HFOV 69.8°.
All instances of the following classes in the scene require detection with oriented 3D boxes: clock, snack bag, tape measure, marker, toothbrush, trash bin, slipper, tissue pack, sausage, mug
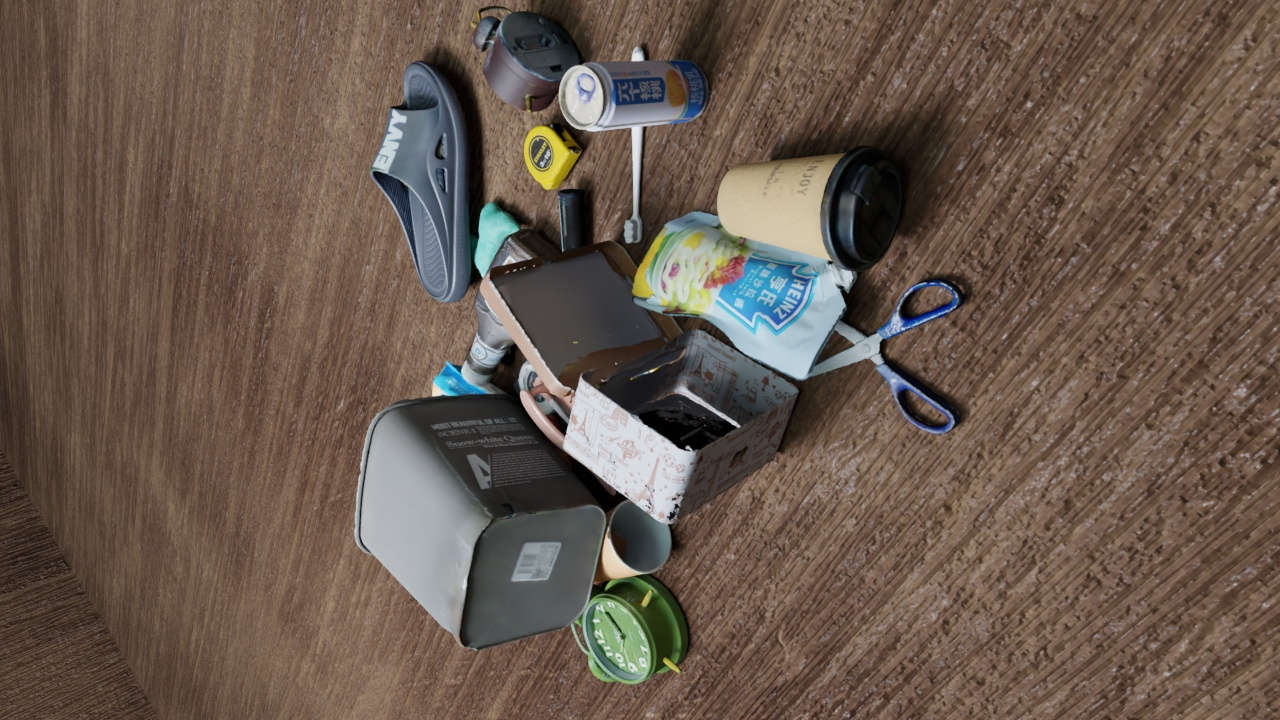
[{"bbox_3d":[-0.021,0.300,1.019,0.162,0.056,0.116,-19,90,44],"label":"clock"},{"bbox_3d":[0.086,-0.063,0.780,0.191,0.110,0.039,25,160,35],"label":"snack bag"},{"bbox_3d":[-0.112,-0.294,0.877,0.122,0.081,0.055,57,139,8],"label":"clock"},{"bbox_3d":[-0.104,0.026,1.015,0.066,0.033,0.066,50,133,20],"label":"tape measure"},{"bbox_3d":[-0.149,-0.051,1.043,0.018,0.015,0.124,19,120,26],"label":"marker"},{"bbox_3d":[-0.089,-0.208,0.921,0.057,0.028,0.060,53,132,14],"label":"tape measure"},{"bbox_3d":[-0.006,-0.198,0.858,0.016,0.016,0.180,17,115,35],"label":"toothbrush"},{"bbox_3d":[-0.165,0.166,0.966,0.220,0.198,0.199,33,118,47],"label":"trash bin"},{"bbox_3d":[-0.067,-0.071,0.953,0.027,0.026,0.213,23,123,44],"label":"toothbrush"},{"bbox_3d":[-0.245,-0.193,1.017,0.111,0.083,0.268,13,110,48],"label":"slipper"},{"bbox_3d":[-0.209,0.078,1.107,0.090,0.063,0.140,30,123,31],"label":"tissue pack"},{"bbox_3d":[-0.085,0.131,1.045,0.020,0.020,0.156,-8,100,43],"label":"sausage"},{"bbox_3d":[-0.033,0.201,0.986,0.123,0.078,0.078,-33,82,48],"label":"mug"}]

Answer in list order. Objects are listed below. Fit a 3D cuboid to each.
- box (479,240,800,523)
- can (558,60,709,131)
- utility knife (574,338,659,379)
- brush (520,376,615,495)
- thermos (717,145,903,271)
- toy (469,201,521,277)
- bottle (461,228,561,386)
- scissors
[{"bbox_3d":[-0.005,0.006,0.820,0.272,0.177,0.107,44,129,20],"label":"box"},{"bbox_3d":[-0.004,-0.222,0.766,0.053,0.134,0.053,16,115,38],"label":"can"},{"bbox_3d":[-0.042,-0.005,0.942,0.155,0.015,0.033,19,124,24],"label":"utility knife"},{"bbox_3d":[-0.055,0.068,0.944,0.145,0.072,0.063,49,152,1],"label":"brush"},{"bbox_3d":[0.132,-0.122,0.716,0.143,0.092,0.093,17,115,45],"label":"thermos"},{"bbox_3d":[-0.171,-0.134,1.022,0.096,0.030,0.092,42,127,33],"label":"toy"},{"bbox_3d":[-0.147,-0.050,1.007,0.080,0.043,0.195,39,125,8],"label":"bottle"},{"bbox_3d":[0.197,-0.007,0.745,0.176,0.012,0.162,-43,74,44],"label":"scissors"}]
